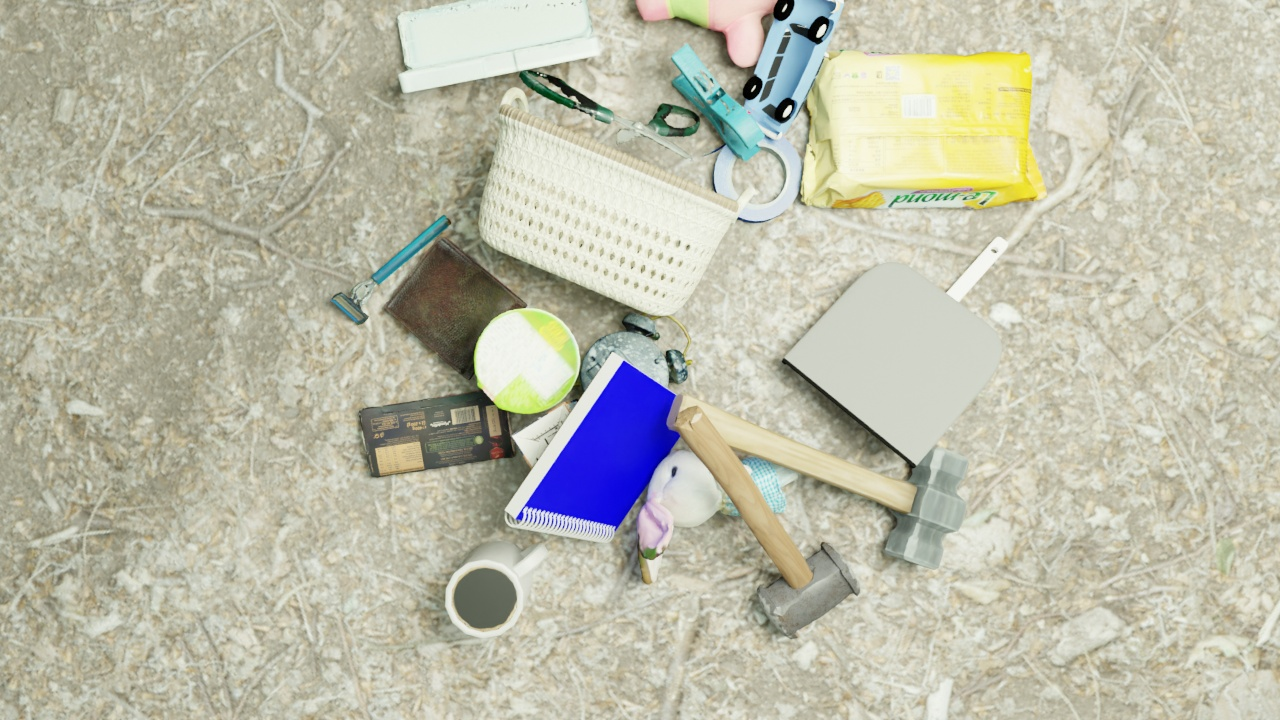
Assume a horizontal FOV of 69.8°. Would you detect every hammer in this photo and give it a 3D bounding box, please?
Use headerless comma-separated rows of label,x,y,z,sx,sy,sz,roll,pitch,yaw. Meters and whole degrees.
hammer,0.114,0.150,0.854,0.098,0.052,0.328,-34,128,0
hammer,0.174,0.102,0.889,0.322,0.051,0.117,22,82,-18

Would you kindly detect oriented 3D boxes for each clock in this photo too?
clock,-0.006,0.005,0.932,0.129,0.052,0.090,-41,91,1

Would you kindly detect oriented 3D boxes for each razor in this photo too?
razor,-0.252,-0.099,0.946,0.144,0.022,0.042,-43,127,-4

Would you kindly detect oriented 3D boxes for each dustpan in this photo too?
dustpan,0.288,-0.036,0.922,0.163,0.033,0.257,41,80,17

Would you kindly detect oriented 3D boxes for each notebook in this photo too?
notebook,-0.030,0.092,0.862,0.022,0.209,0.171,34,90,26

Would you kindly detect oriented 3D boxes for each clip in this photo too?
clip,0.076,-0.256,0.899,0.028,0.113,0.127,-39,92,0

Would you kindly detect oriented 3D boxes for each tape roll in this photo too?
tape roll,0.120,-0.190,0.948,0.091,0.016,0.093,-24,91,0

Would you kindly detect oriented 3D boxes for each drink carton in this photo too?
drink carton,-0.082,0.070,0.894,0.064,0.130,0.040,-31,89,0

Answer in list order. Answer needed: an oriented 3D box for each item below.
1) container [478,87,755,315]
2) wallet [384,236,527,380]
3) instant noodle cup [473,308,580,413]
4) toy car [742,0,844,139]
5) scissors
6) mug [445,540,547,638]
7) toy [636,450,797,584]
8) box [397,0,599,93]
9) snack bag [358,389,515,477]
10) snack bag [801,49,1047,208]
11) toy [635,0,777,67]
container,-0.032,-0.144,0.871,0.246,0.184,0.143,24,100,2
wallet,-0.189,-0.055,0.939,0.120,0.031,0.099,39,91,9
instant noodle cup,-0.106,0.000,0.903,0.099,0.108,0.099,0,91,0
toy car,0.148,-0.293,0.891,0.056,0.054,0.154,41,135,22
scissors,-0.004,-0.235,0.880,0.202,0.203,0.015,37,121,26
mug,-0.137,0.217,0.915,0.105,0.089,0.073,-36,91,0
toy,0.073,0.125,0.919,0.205,0.131,0.105,-26,70,-12
box,-0.144,-0.323,0.919,0.197,0.075,0.125,-12,72,-2
snack bag,-0.210,0.075,0.948,0.155,0.018,0.074,-8,90,0
snack bag,0.285,-0.236,0.923,0.247,0.068,0.159,-1,90,-1
toy,0.117,-0.389,0.909,0.236,0.096,0.192,3,104,-7
